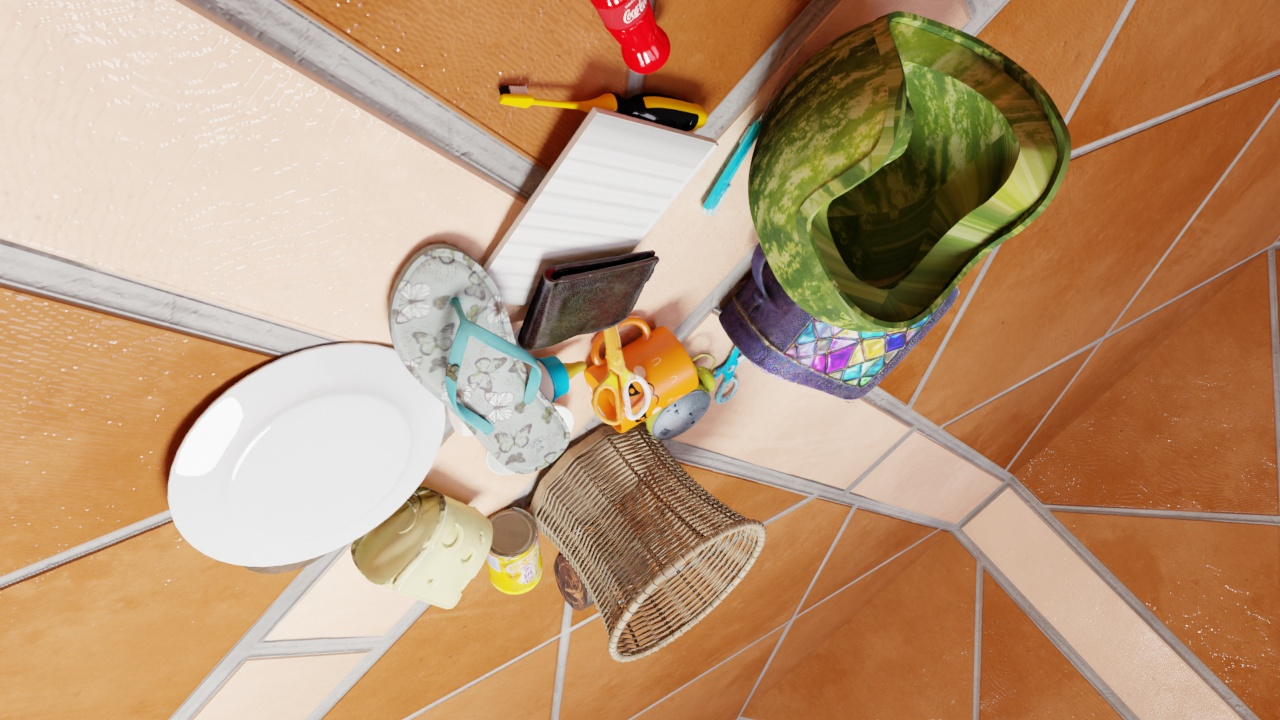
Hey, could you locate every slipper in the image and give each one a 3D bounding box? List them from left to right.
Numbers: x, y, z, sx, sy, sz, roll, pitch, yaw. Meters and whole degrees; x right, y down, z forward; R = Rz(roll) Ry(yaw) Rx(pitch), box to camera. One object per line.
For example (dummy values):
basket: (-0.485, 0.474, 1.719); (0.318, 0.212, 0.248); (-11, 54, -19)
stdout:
slipper: (-0.134, 0.021, 0.791); (0.098, 0.054, 0.269); (-30, 133, -7)

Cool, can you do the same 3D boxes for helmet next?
helmet: (0.204, -0.158, 0.793); (0.213, 0.242, 0.248); (7, 134, -22)

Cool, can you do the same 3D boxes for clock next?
clock: (0.045, 0.039, 1.067); (0.119, 0.057, 0.083); (-46, 148, 13)

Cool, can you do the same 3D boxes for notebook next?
notebook: (-0.043, -0.118, 0.777); (0.142, 0.009, 0.210); (0, 142, -46)

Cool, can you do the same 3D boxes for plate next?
plate: (-0.276, 0.090, 0.795); (0.242, 0.016, 0.243); (-26, 139, -25)
plate: (-0.121, 0.077, 0.971); (0.104, 0.026, 0.104); (-27, 149, -18)

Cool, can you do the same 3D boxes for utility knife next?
utility knife: (0.104, -0.209, 0.842); (0.181, 0.015, 0.022); (-59, 174, 27)

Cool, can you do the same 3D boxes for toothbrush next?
toothbrush: (-0.023, -0.194, 0.709); (0.196, 0.031, 0.031); (-7, 163, -39)

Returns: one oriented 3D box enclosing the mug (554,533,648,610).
mug: (-0.063, 0.296, 1.294); (0.107, 0.080, 0.116); (-16, 171, -35)

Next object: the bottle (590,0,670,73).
bottle: (-0.014, -0.249, 0.637); (0.036, 0.036, 0.119); (-40, 149, 2)

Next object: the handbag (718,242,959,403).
handbag: (0.207, -0.078, 1.005); (0.221, 0.125, 0.205); (24, 115, -36)

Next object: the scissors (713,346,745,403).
scissors: (0.100, 0.016, 1.142); (0.137, 0.011, 0.134); (-17, 146, -30)

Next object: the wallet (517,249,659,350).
wallet: (-0.049, -0.058, 0.837); (0.119, 0.031, 0.100); (-16, 154, -32)

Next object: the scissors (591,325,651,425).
scissors: (-0.022, 0.001, 0.914); (0.064, 0.013, 0.128); (-9, 99, -18)

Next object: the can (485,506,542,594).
can: (-0.153, 0.230, 1.102); (0.067, 0.067, 0.105); (-26, 147, -21)

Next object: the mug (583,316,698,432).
mug: (-0.006, 0.006, 0.965); (0.095, 0.077, 0.113); (-31, 118, -13)

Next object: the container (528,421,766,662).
container: (0.001, 0.205, 1.092); (0.226, 0.196, 0.227); (-31, 149, -21)

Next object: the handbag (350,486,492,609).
handbag: (-0.224, 0.194, 0.967); (0.111, 0.081, 0.119); (-51, 148, -4)

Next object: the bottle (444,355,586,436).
bottle: (-0.115, 0.028, 0.887); (0.146, 0.051, 0.051); (-22, 146, -27)

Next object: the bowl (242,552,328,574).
bowl: (-0.326, 0.167, 0.868); (0.117, 0.030, 0.118); (-27, 148, -19)
